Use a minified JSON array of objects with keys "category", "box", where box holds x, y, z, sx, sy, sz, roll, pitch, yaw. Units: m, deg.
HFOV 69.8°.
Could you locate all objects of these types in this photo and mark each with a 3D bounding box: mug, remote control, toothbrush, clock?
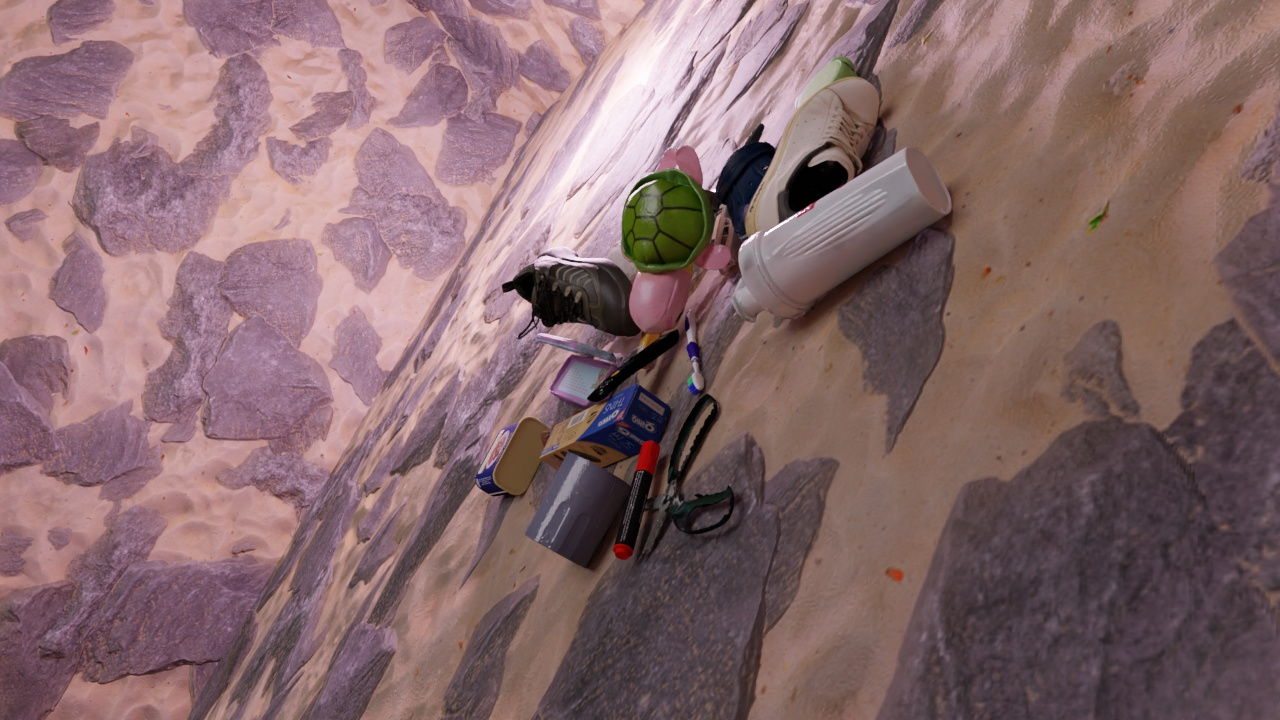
[{"category":"mug","box":[-0.071,0.171,1.043,0.104,0.084,0.124,-61,-3,-12]},{"category":"remote control","box":[-0.007,0.007,1.149,0.151,0.020,0.041,-38,9,-33]},{"category":"toothbrush","box":[0.063,-0.013,1.110,0.016,0.015,0.186,-50,19,24]},{"category":"clock","box":[0.245,-0.348,1.195,0.094,0.042,0.119,-46,21,20]}]

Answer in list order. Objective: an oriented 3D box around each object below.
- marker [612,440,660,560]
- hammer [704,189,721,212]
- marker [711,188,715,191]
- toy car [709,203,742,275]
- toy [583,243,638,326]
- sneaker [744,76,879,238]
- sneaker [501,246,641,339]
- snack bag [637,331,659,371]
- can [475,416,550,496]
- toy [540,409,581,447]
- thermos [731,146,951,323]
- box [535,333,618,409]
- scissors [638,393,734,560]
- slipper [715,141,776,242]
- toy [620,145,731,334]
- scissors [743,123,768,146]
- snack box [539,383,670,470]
[{"category":"marker","box":[-0.003,0.147,0.970,0.024,0.021,0.144,90,-168,-45]},{"category":"hammer","box":[0.046,-0.224,1.378,0.319,0.130,0.032,-170,87,-79]},{"category":"marker","box":[0.101,-0.243,1.356,0.124,0.021,0.017,-169,98,-77]},{"category":"toy car","box":[0.116,-0.162,1.202,0.039,0.039,0.112,-15,38,29]},{"category":"toy","box":[-0.023,-0.130,1.388,0.194,0.084,0.159,-53,-9,13]},{"category":"sneaker","box":[0.204,-0.225,1.006,0.241,0.089,0.102,-59,14,-14]},{"category":"sneaker","box":[-0.111,-0.088,1.285,0.142,0.101,0.238,-26,36,-31]},{"category":"snack bag","box":[0.011,-0.023,1.235,0.026,0.020,0.099,-49,19,38]},{"category":"can","box":[-0.192,0.147,1.372,0.092,0.056,0.116,-21,38,59]},{"category":"toy","box":[-0.106,0.102,1.273,0.054,0.041,0.102,-38,5,-23]},{"category":"thermos","box":[0.189,-0.118,0.894,0.221,0.099,0.099,-31,30,38]},{"category":"box","box":[-0.106,0.006,1.348,0.089,0.092,0.214,-57,20,-8]},{"category":"scissors","box":[0.056,0.111,0.924,0.202,0.015,0.201,-23,38,59]},{"category":"slipper","box":[0.139,-0.223,1.165,0.105,0.095,0.252,-45,18,18]},{"category":"toy","box":[0.030,-0.152,1.165,0.190,0.087,0.238,14,98,39]},{"category":"scissors","box":[0.147,-0.282,1.330,0.156,0.019,0.124,-33,34,60]},{"category":"snack box","box":[-0.048,0.092,1.131,0.207,0.056,0.057,-29,30,51]}]
